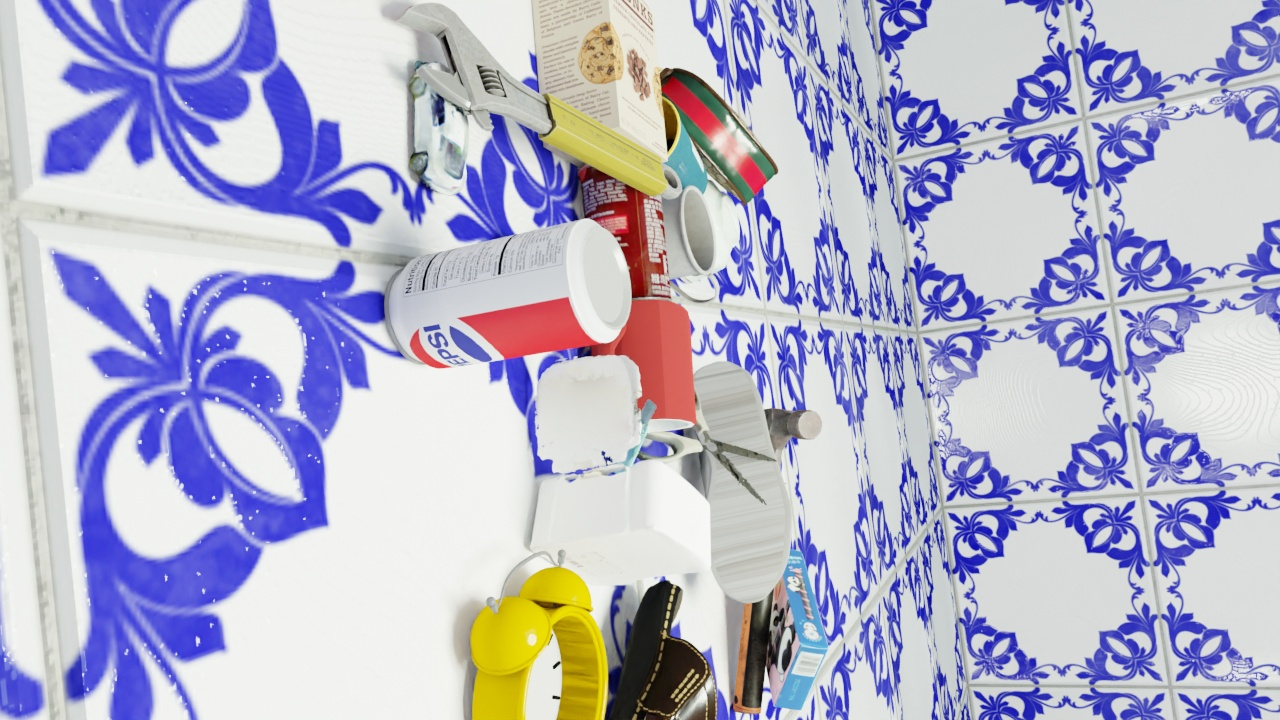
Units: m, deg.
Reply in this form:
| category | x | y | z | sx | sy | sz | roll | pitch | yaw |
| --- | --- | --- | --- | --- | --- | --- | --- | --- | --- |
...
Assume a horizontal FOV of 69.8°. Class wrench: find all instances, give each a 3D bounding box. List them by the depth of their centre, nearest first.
| category | x | y | z | sx | sy | sz | roll | pitch | yaw |
| --- | --- | --- | --- | --- | --- | --- | --- | --- | --- |
| wrench | -0.057 | -0.172 | 0.661 | 0.273 | 0.018 | 0.083 | 15 | 56 | -49 |

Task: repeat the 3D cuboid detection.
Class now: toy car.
| category | x | y | z | sx | sy | sz | roll | pitch | yaw |
| --- | --- | --- | --- | --- | --- | --- | --- | --- | --- |
| toy car | -0.127 | -0.152 | 0.593 | 0.038 | 0.027 | 0.089 | 18 | 66 | -61 |

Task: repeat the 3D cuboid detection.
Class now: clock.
| category | x | y | z | sx | sy | sz | roll | pitch | yaw |
| --- | --- | --- | --- | --- | --- | --- | --- | --- | --- |
| clock | -0.065 | 0.201 | 0.590 | 0.113 | 0.052 | 0.152 | -18 | 103 | -65 |

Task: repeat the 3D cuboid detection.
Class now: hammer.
| category | x | y | z | sx | sy | sz | roll | pitch | yaw |
| --- | --- | --- | --- | --- | --- | --- | --- | --- | --- |
| hammer | 0.121 | 0.207 | 0.967 | 0.035 | 0.138 | 0.314 | 9 | 85 | -27 |

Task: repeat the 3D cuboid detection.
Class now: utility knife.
| category | x | y | z | sx | sy | sz | roll | pitch | yaw |
| --- | --- | --- | --- | --- | --- | --- | --- | --- | --- |
| utility knife | -0.007 | 0.061 | 0.715 | 0.022 | 0.015 | 0.141 | 53 | -24 | 15 |

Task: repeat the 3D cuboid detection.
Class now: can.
| category | x | y | z | sx | sy | sz | roll | pitch | yaw |
| --- | --- | --- | --- | --- | --- | --- | --- | --- | --- |
| can | -0.077 | -0.036 | 0.536 | 0.070 | 0.132 | 0.070 | 33 | 53 | -59 |

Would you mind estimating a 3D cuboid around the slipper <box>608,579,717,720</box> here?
| category | x | y | z | sx | sy | sz | roll | pitch | yaw |
| --- | --- | --- | --- | --- | --- | --- | --- | --- | --- |
| slipper | 0.011 | 0.273 | 0.662 | 0.267 | 0.076 | 0.113 | -70 | 172 | -55 |

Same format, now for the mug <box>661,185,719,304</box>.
| category | x | y | z | sx | sy | sz | roll | pitch | yaw |
| --- | --- | --- | --- | --- | --- | --- | --- | --- | --- |
| mug | 0.030 | -0.103 | 0.870 | 0.084 | 0.071 | 0.113 | -47 | 125 | -60 |

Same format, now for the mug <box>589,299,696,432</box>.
| category | x | y | z | sx | sy | sz | roll | pitch | yaw |
| --- | --- | --- | --- | --- | --- | --- | --- | --- | --- |
| mug | -0.004 | 0.004 | 0.744 | 0.116 | 0.081 | 0.096 | 23 | 61 | -66 |

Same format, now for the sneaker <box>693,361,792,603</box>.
| category | x | y | z | sx | sy | sz | roll | pitch | yaw |
| --- | --- | --- | --- | --- | --- | --- | --- | --- | --- |
| sneaker | 0.098 | 0.123 | 0.916 | 0.089 | 0.099 | 0.235 | 56 | 26 | -68 |

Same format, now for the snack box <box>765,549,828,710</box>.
| category | x | y | z | sx | sy | sz | roll | pitch | yaw |
| --- | --- | --- | --- | --- | --- | --- | --- | --- | --- |
| snack box | 0.155 | 0.279 | 0.967 | 0.154 | 0.033 | 0.088 | -93 | -164 | -64 |

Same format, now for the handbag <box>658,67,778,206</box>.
| category | x | y | z | sx | sy | sz | roll | pitch | yaw |
| --- | --- | --- | --- | --- | --- | --- | --- | --- | --- |
| handbag | 0.070 | -0.242 | 0.972 | 0.166 | 0.063 | 0.138 | 42 | 6 | -27 |

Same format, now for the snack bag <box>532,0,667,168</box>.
| category | x | y | z | sx | sy | sz | roll | pitch | yaw |
| --- | --- | --- | --- | --- | --- | --- | --- | --- | --- |
| snack bag | -0.036 | -0.274 | 0.781 | 0.094 | 0.070 | 0.206 | 12 | 72 | -64 |

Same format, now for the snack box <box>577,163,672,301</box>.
| category | x | y | z | sx | sy | sz | roll | pitch | yaw |
| --- | --- | --- | --- | --- | --- | --- | --- | --- | --- |
| snack box | -0.012 | -0.104 | 0.778 | 0.072 | 0.072 | 0.121 | 5 | 79 | -65 |

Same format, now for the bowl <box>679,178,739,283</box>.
| category | x | y | z | sx | sy | sz | roll | pitch | yaw |
| --- | --- | --- | --- | --- | --- | --- | --- | --- | --- |
| bowl | 0.069 | -0.145 | 0.982 | 0.117 | 0.061 | 0.117 | -7 | 90 | -66 |

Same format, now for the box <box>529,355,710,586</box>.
| category | x | y | z | sx | sy | sz | roll | pitch | yaw |
| --- | --- | --- | --- | --- | --- | --- | --- | --- | --- |
| box | -0.025 | 0.074 | 0.659 | 0.151 | 0.107 | 0.131 | 45 | 37 | -46 |

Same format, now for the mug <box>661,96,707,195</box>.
| category | x | y | z | sx | sy | sz | roll | pitch | yaw |
| --- | --- | --- | --- | --- | --- | --- | --- | --- | --- |
| mug | 0.020 | -0.193 | 0.879 | 0.121 | 0.078 | 0.078 | 30 | 56 | -65 |

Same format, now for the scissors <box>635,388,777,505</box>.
| category | x | y | z | sx | sy | sz | roll | pitch | yaw |
| --- | --- | --- | --- | --- | --- | --- | --- | --- | --- |
| scissors | 0.050 | 0.069 | 0.836 | 0.157 | 0.013 | 0.170 | -8 | 54 | -40 |
